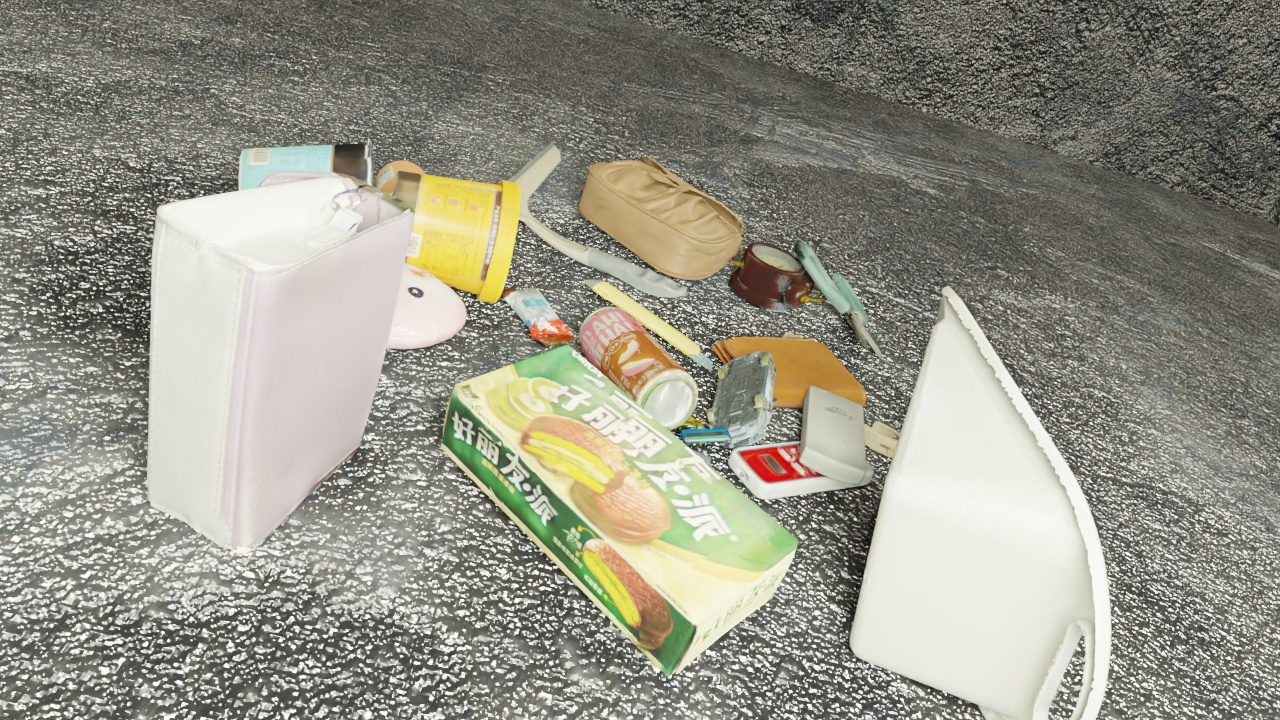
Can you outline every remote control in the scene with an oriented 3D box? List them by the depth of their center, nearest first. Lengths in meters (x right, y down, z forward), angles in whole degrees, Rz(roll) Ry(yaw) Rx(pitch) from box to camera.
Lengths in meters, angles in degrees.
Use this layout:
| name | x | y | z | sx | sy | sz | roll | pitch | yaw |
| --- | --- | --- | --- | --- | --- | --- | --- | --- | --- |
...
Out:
| name | x | y | z | sx | sy | sz | roll | pitch | yaw |
| --- | --- | --- | --- | --- | --- | --- | --- | --- | --- |
| remote control | 0.141 | 0.092 | 0.797 | 0.135 | 0.020 | 0.056 | -2 | 33 | -33 |
| remote control | 0.172 | 0.065 | 0.819 | 0.056 | 0.019 | 0.134 | 22 | 25 | 2 |

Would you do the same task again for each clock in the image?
| name | x | y | z | sx | sy | sz | roll | pitch | yaw |
| --- | --- | --- | --- | --- | --- | --- | --- | --- | --- |
| clock | 0.166 | -0.096 | 1.108 | 0.122 | 0.055 | 0.081 | 26 | 29 | 9 |

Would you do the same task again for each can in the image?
| name | x | y | z | sx | sy | sz | roll | pitch | yaw |
| --- | --- | --- | --- | --- | --- | --- | --- | --- | --- |
| can | -0.005 | 0.005 | 0.805 | 0.057 | 0.058 | 0.147 | 3 | 23 | -27 |

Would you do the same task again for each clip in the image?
| name | x | y | z | sx | sy | sz | roll | pitch | yaw |
| --- | --- | --- | --- | --- | --- | --- | --- | --- | --- |
| clip | 0.247 | 0.092 | 0.847 | 0.104 | 0.035 | 0.089 | 24 | 27 | 20 |

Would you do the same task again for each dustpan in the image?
| name | x | y | z | sx | sy | sz | roll | pitch | yaw |
| --- | --- | --- | --- | --- | --- | --- | --- | --- | --- |
| dustpan | 0.231 | 0.116 | 0.611 | 0.143 | 0.223 | 0.256 | 16 | 37 | 19 |

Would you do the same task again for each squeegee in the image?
| name | x | y | z | sx | sy | sz | roll | pitch | yaw |
| --- | --- | --- | --- | --- | --- | --- | --- | --- | --- |
| squeegee | -0.060 | -0.126 | 1.044 | 0.246 | 0.039 | 0.245 | 29 | 47 | 7 |

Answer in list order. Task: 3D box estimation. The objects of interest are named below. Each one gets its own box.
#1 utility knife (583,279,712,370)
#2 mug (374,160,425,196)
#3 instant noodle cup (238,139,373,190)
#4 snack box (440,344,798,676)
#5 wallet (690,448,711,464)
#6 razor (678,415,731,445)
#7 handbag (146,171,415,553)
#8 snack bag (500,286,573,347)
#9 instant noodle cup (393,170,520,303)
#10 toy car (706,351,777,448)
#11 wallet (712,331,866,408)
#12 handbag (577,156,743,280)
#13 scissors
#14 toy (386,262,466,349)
| name | x | y | z | sx | sy | sz | roll | pitch | yaw |
| --- | --- | --- | --- | --- | --- | --- | --- | --- | --- |
| utility knife | 0.011 | -0.041 | 0.958 | 0.175 | 0.019 | 0.030 | 32 | 35 | 26 |
| mug | -0.246 | -0.166 | 0.970 | 0.078 | 0.078 | 0.122 | 5 | 26 | -25 |
| instant noodle cup | -0.323 | -0.160 | 0.891 | 0.120 | 0.111 | 0.111 | -1 | 33 | -17 |
| snack box | -0.020 | 0.091 | 0.633 | 0.240 | 0.063 | 0.114 | 40 | 39 | 26 |
| wallet | 0.000 | 0.092 | 0.716 | 0.097 | 0.019 | 0.120 | 21 | 31 | 4 |
| razor | 0.035 | 0.042 | 0.820 | 0.042 | 0.022 | 0.142 | 0 | 26 | -19 |
| handbag | -0.222 | -0.006 | 0.565 | 0.098 | 0.197 | 0.144 | 28 | 29 | 15 |
| snack bag | -0.102 | -0.047 | 0.890 | 0.045 | 0.026 | 0.105 | -9 | 37 | -26 |
| instant noodle cup | -0.183 | -0.123 | 0.877 | 0.114 | 0.119 | 0.118 | 10 | 29 | -17 |
| toy car | 0.095 | 0.034 | 0.837 | 0.054 | 0.037 | 0.120 | -19 | 27 | 22 |
| wallet | 0.151 | 0.011 | 0.935 | 0.131 | 0.031 | 0.107 | 1 | 36 | -29 |
| handbag | 0.027 | -0.182 | 1.130 | 0.204 | 0.100 | 0.147 | 38 | 32 | 27 |
| scissors | 0.233 | -0.079 | 1.096 | 0.176 | 0.019 | 0.174 | 42 | 24 | -25 |
| toy | -0.227 | -0.042 | 0.781 | 0.121 | 0.054 | 0.159 | 30 | 35 | 23 |
